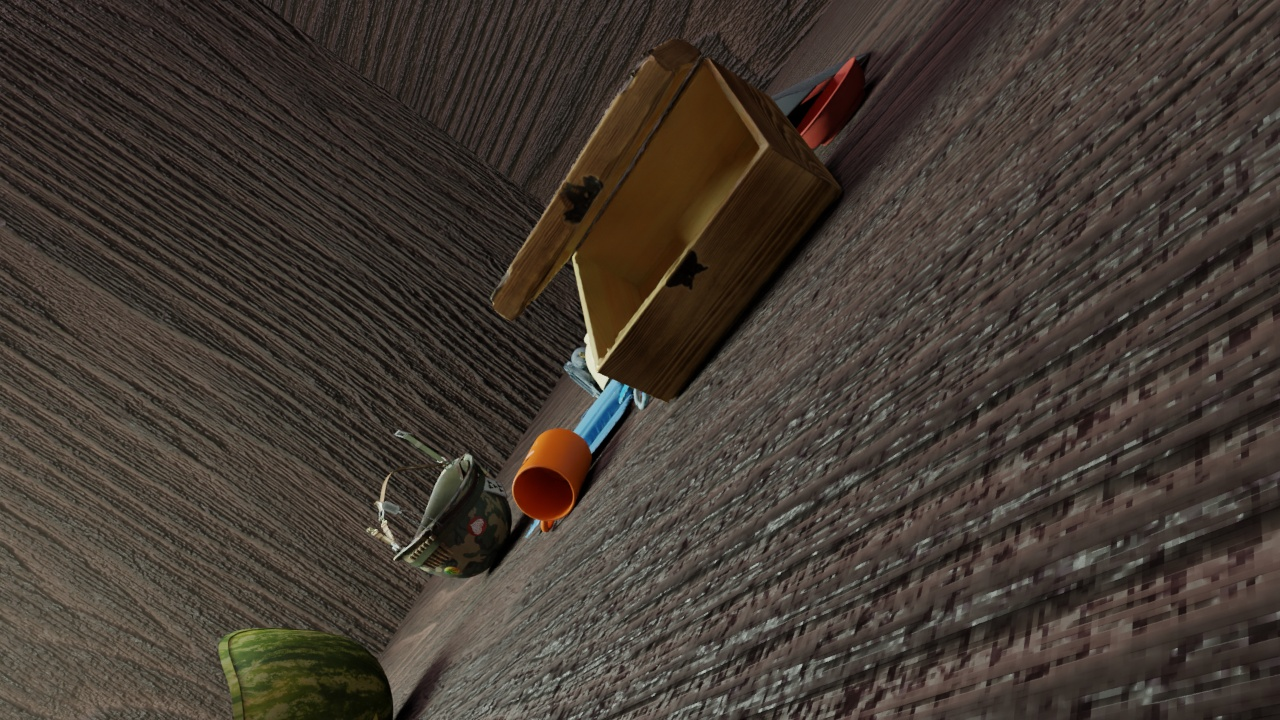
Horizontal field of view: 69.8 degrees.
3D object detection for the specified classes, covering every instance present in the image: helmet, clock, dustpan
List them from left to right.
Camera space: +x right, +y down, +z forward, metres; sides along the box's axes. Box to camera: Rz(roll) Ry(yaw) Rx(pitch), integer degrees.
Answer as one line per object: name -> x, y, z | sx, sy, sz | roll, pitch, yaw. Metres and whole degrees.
helmet -> -0.463, 0.488, 1.270 | 0.243, 0.246, 0.213 | 20, 97, 46
helmet -> -0.317, 0.238, 1.459 | 0.192, 0.236, 0.225 | -69, 3, -47
clock -> -0.079, 0.020, 1.518 | 0.052, 0.090, 0.129 | -50, 1, -10
dustpan -> 0.156, -0.324, 1.244 | 0.274, 0.080, 0.235 | -44, -1, 40

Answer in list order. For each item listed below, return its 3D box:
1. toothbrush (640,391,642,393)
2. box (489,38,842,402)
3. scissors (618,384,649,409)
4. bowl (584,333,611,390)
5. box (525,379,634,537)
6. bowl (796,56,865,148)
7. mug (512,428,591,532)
toothbrush -> 0.015, 0.006, 1.196 | 0.015, 0.016, 0.186 | -54, 8, 21
box -> 0.002, -0.166, 0.920 | 0.280, 0.220, 0.258 | -54, 27, 26
scissors -> -0.007, 0.005, 1.121 | 0.137, 0.012, 0.127 | -147, 63, -75
bowl -> -0.041, -0.022, 1.355 | 0.118, 0.074, 0.118 | -46, -10, -11
box -> -0.083, 0.124, 1.263 | 0.232, 0.033, 0.174 | -53, 8, 14
bowl -> 0.226, -0.295, 1.080 | 0.122, 0.035, 0.122 | -54, 6, 8
mug -> -0.108, 0.155, 1.129 | 0.095, 0.078, 0.113 | -68, -17, -66
